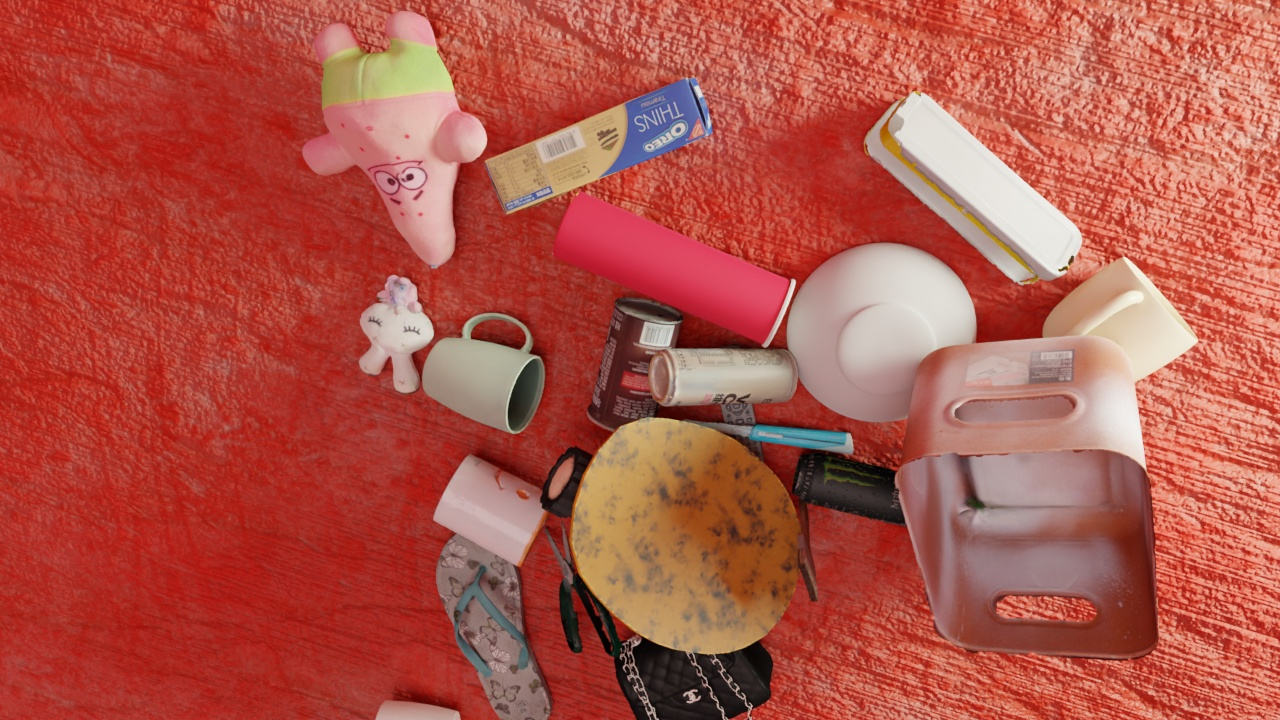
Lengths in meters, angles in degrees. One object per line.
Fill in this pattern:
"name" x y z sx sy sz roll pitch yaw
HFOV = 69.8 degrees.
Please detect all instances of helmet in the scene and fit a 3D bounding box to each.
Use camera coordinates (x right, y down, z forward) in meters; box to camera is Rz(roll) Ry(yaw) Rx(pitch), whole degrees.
"helmet" 0.022 0.172 0.908 0.255 0.132 0.205 31 69 -20

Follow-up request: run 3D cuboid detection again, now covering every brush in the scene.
"brush" 0.160 0.170 0.890 0.008 0.142 0.045 -15 113 14

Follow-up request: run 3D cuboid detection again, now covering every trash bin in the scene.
"trash bin" 0.337 0.119 0.793 0.182 0.157 0.260 -5 127 27

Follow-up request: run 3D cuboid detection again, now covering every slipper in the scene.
"slipper" -0.173 0.314 1.041 0.098 0.054 0.269 -8 108 14

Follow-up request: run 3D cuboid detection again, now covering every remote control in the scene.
"remote control" 0.098 0.049 0.929 0.033 0.013 0.136 -10 106 10

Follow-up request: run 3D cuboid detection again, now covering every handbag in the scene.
"handbag" 0.049 0.341 0.981 0.154 0.114 0.125 -30 98 21

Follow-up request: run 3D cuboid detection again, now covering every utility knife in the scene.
"utility knife" 0.126 0.076 0.923 0.176 0.015 0.022 5 100 1

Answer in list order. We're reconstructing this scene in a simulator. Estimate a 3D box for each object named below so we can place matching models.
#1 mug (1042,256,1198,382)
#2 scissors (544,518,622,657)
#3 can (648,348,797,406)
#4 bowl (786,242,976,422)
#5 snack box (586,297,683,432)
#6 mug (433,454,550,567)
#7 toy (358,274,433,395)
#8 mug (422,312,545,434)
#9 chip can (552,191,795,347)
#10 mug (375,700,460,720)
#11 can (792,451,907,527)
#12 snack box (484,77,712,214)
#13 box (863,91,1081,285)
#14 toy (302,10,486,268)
"mug" 0.406 -0.025 0.801 0.100 0.120 0.096 -43 59 29
"scissors" -0.062 0.264 0.959 0.015 0.201 0.204 -15 127 -19
"can" 0.078 0.015 0.869 0.135 0.054 0.054 0 111 -24
"bowl" 0.226 -0.018 0.859 0.177 0.066 0.177 3 108 8
"snack box" -0.005 0.005 0.902 0.072 0.072 0.121 16 108 4
"mug" -0.153 0.158 0.970 0.105 0.082 0.082 27 110 1
"toy" -0.255 -0.028 0.950 0.079 0.038 0.123 15 107 11
"mug" -0.155 0.006 0.929 0.104 0.084 0.111 18 82 16
"chip can" 0.030 -0.087 0.867 0.220 0.069 0.069 23 110 2
"mug" -0.264 0.458 1.097 0.087 0.080 0.114 3 139 2
"can" 0.224 0.129 0.914 0.138 0.053 0.054 13 109 5
"snack box" -0.037 -0.197 0.849 0.207 0.056 0.057 -18 102 15
"box" 0.297 -0.152 0.816 0.210 0.070 0.067 38 89 -5
"toy" -0.225 -0.199 0.863 0.192 0.096 0.237 -4 115 19
